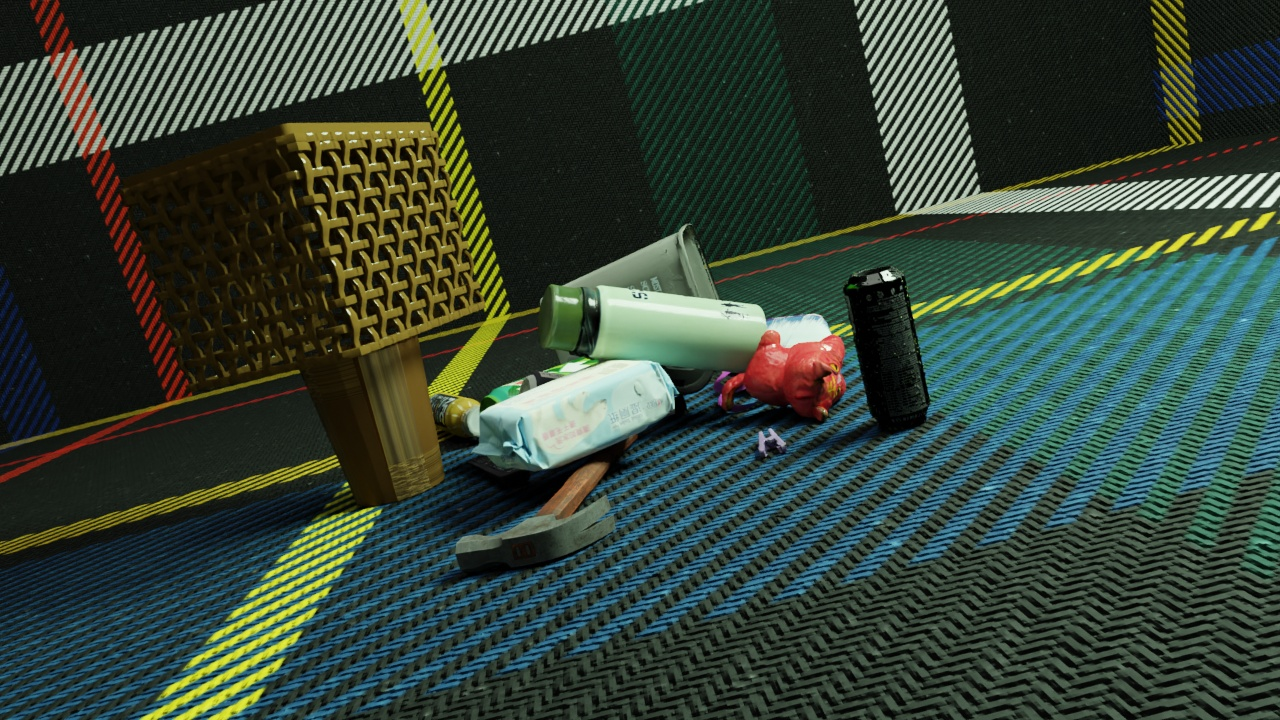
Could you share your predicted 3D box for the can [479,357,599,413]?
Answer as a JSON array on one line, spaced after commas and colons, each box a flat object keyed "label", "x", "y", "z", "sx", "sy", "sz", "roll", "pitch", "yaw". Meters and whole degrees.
[{"label": "can", "x": -0.105, "y": 0.054, "z": 1.059, "sx": 0.143, "sy": 0.083, "sz": 0.083, "roll": -21, "pitch": 11, "yaw": -33}]

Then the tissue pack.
[{"label": "tissue pack", "x": -0.066, "y": 0.055, "z": 0.880, "sx": 0.181, "sy": 0.070, "sz": 0.112, "roll": -23, "pitch": 11, "yaw": -28}]

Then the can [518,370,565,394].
[{"label": "can", "x": -0.064, "y": 0.050, "z": 0.987, "sx": 0.127, "sy": 0.064, "sz": 0.064, "roll": 8, "pitch": 1, "yaw": -22}]

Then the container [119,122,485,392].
[{"label": "container", "x": -0.341, "y": -0.117, "z": 0.969, "sx": 0.220, "sy": 0.214, "sz": 0.251, "roll": -10, "pitch": 10, "yaw": 22}]

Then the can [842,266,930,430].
[{"label": "can", "x": 0.214, "y": -0.011, "z": 0.795, "sx": 0.054, "sy": 0.138, "sz": 0.054, "roll": -14, "pitch": 10, "yaw": 2}]

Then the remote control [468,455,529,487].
[{"label": "remote control", "x": -0.151, "y": 0.116, "z": 0.974, "sx": 0.032, "sy": 0.015, "sz": 0.137, "roll": -18, "pitch": 8, "yaw": -23}]

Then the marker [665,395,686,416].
[{"label": "marker", "x": -0.019, "y": 0.068, "z": 1.043, "sx": 0.145, "sy": 0.019, "sz": 0.019, "roll": -16, "pitch": 10, "yaw": -10}]

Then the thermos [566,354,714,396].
[{"label": "thermos", "x": -0.007, "y": 0.007, "z": 1.115, "sx": 0.082, "sy": 0.082, "sz": 0.241, "roll": -19, "pitch": 5, "yaw": -28}]

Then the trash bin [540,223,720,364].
[{"label": "trash bin", "x": -0.004, "y": -0.063, "z": 1.309, "sx": 0.220, "sy": 0.197, "sz": 0.197, "roll": -18, "pitch": 10, "yaw": 13}]

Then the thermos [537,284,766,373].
[{"label": "thermos", "x": 0.009, "y": -0.031, "z": 0.954, "sx": 0.231, "sy": 0.082, "sz": 0.082, "roll": 5, "pitch": 4, "yaw": -16}]

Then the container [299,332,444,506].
[{"label": "container", "x": -0.288, "y": 0.064, "z": 1.013, "sx": 0.132, "sy": 0.167, "sz": 0.132, "roll": -14, "pitch": 10, "yaw": 2}]

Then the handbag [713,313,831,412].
[{"label": "handbag", "x": 0.143, "y": 0.009, "z": 1.049, "sx": 0.145, "sy": 0.068, "sz": 0.169, "roll": -5, "pitch": 20, "yaw": 39}]

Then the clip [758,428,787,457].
[{"label": "clip", "x": 0.112, "y": 0.076, "z": 0.826, "sx": 0.041, "sy": 0.014, "sz": 0.052, "roll": -20, "pitch": 14, "yaw": -19}]

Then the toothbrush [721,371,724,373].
[{"label": "toothbrush", "x": 0.169, "y": -0.002, "z": 1.183, "sx": 0.135, "sy": 0.016, "sz": 0.021, "roll": -13, "pitch": 13, "yaw": 12}]

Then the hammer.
[{"label": "hammer", "x": -0.052, "y": 0.110, "z": 0.826, "sx": 0.111, "sy": 0.028, "sz": 0.300, "roll": -12, "pitch": 9, "yaw": 16}]

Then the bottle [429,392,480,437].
[{"label": "bottle", "x": -0.244, "y": 0.075, "z": 1.234, "sx": 0.053, "sy": 0.053, "sz": 0.186, "roll": -19, "pitch": 11, "yaw": -26}]

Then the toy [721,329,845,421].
[{"label": "toy", "x": 0.138, "y": 0.022, "z": 0.912, "sx": 0.133, "sy": 0.088, "sz": 0.093, "roll": -12, "pitch": 21, "yaw": 18}]
